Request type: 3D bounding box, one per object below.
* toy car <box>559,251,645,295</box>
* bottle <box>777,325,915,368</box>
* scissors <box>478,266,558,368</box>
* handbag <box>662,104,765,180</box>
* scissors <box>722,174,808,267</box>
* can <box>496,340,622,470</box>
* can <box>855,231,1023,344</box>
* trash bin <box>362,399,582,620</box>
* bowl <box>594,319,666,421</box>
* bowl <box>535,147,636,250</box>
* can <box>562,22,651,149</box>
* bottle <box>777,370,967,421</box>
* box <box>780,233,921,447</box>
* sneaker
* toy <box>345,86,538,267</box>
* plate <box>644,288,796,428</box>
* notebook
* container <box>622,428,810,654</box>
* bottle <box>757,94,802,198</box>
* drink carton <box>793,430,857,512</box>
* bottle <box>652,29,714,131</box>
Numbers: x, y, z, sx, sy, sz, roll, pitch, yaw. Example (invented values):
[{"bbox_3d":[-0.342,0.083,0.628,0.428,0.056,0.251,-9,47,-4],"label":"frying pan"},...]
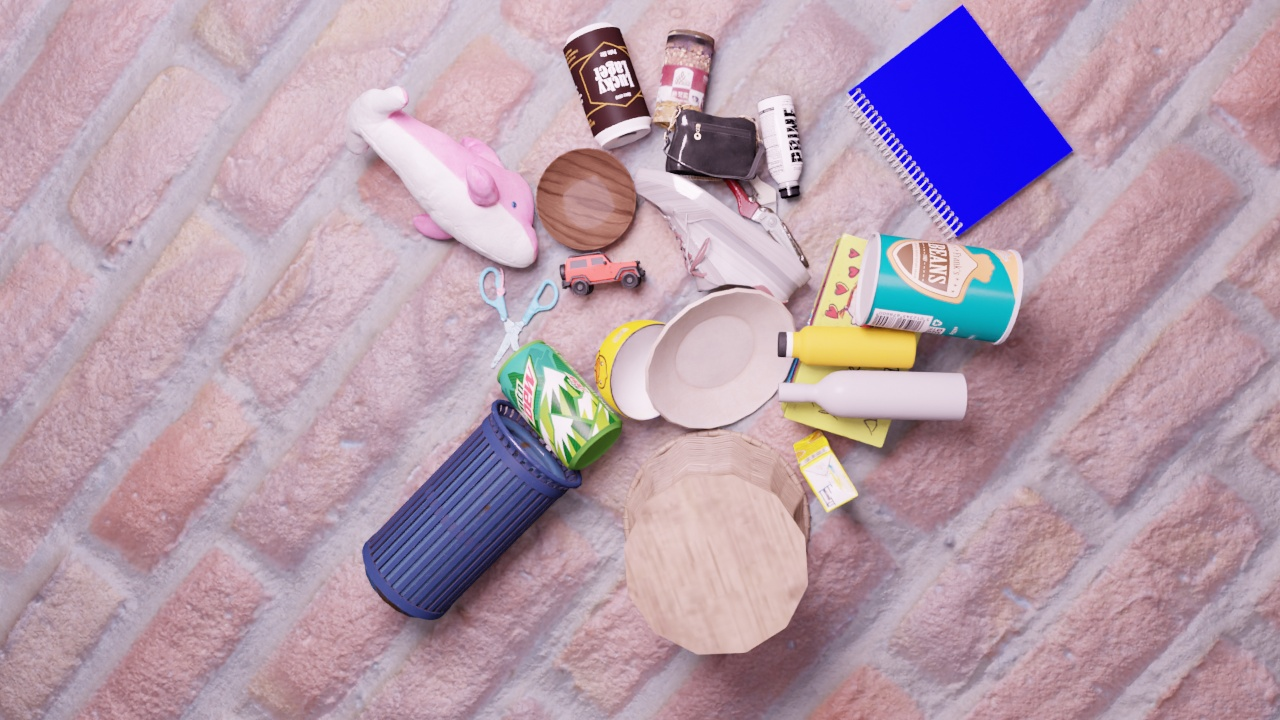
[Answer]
[{"bbox_3d":[-0.045,-0.105,1.090,0.100,0.051,0.049,-8,95,6],"label":"toy car"},{"bbox_3d":[0.223,-0.015,1.001,0.144,0.043,0.043,2,94,5],"label":"bottle"},{"bbox_3d":[-0.144,-0.053,1.125,0.118,0.015,0.139,-13,99,7],"label":"scissors"},{"bbox_3d":[0.084,-0.244,1.037,0.128,0.054,0.079,1,96,-25],"label":"handbag"},{"bbox_3d":[0.132,-0.187,1.087,0.140,0.015,0.189,-4,93,4],"label":"scissors"},{"bbox_3d":[-0.096,0.051,1.075,0.083,0.083,0.144,-45,74,6],"label":"can"},{"bbox_3d":[0.308,-0.076,0.959,0.144,0.099,0.099,8,94,3],"label":"can"},{"bbox_3d":[-0.204,0.182,1.081,0.139,0.139,0.250,45,98,1],"label":"trash bin"},{"bbox_3d":[-0.006,0.006,1.076,0.117,0.068,0.117,-12,112,-34],"label":"bowl"},{"bbox_3d":[-0.063,-0.191,1.096,0.119,0.032,0.119,0,94,5],"label":"bowl"},{"bbox_3d":[-0.038,-0.318,1.065,0.072,0.072,0.128,-19,92,6],"label":"can"},{"bbox_3d":[0.249,0.037,0.999,0.195,0.052,0.052,1,94,4],"label":"bottle"},{"bbox_3d":[0.251,-0.023,1.056,0.124,0.079,0.221,20,94,3],"label":"box"},{"bbox_3d":[0.078,-0.128,1.055,0.236,0.099,0.089,34,90,-3],"label":"sneaker"},{"bbox_3d":[-0.213,-0.220,1.068,0.265,0.187,0.127,40,57,-20],"label":"toy"},{"bbox_3d":[0.091,-0.004,1.059,0.188,0.027,0.189,-11,126,-16],"label":"plate"},{"bbox_3d":[0.363,-0.272,1.059,0.172,0.022,0.209,-37,90,5],"label":"notebook"},{"bbox_3d":[0.084,0.202,1.025,0.227,0.196,0.227,0,94,5],"label":"container"},{"bbox_3d":[0.165,-0.247,1.067,0.041,0.041,0.116,-10,93,5],"label":"bottle"},{"bbox_3d":[0.206,0.123,1.040,0.043,0.134,0.058,-32,92,8],"label":"drink carton"},{"bbox_3d":[0.050,-0.323,1.065,0.056,0.056,0.105,11,95,4],"label":"bottle"}]
